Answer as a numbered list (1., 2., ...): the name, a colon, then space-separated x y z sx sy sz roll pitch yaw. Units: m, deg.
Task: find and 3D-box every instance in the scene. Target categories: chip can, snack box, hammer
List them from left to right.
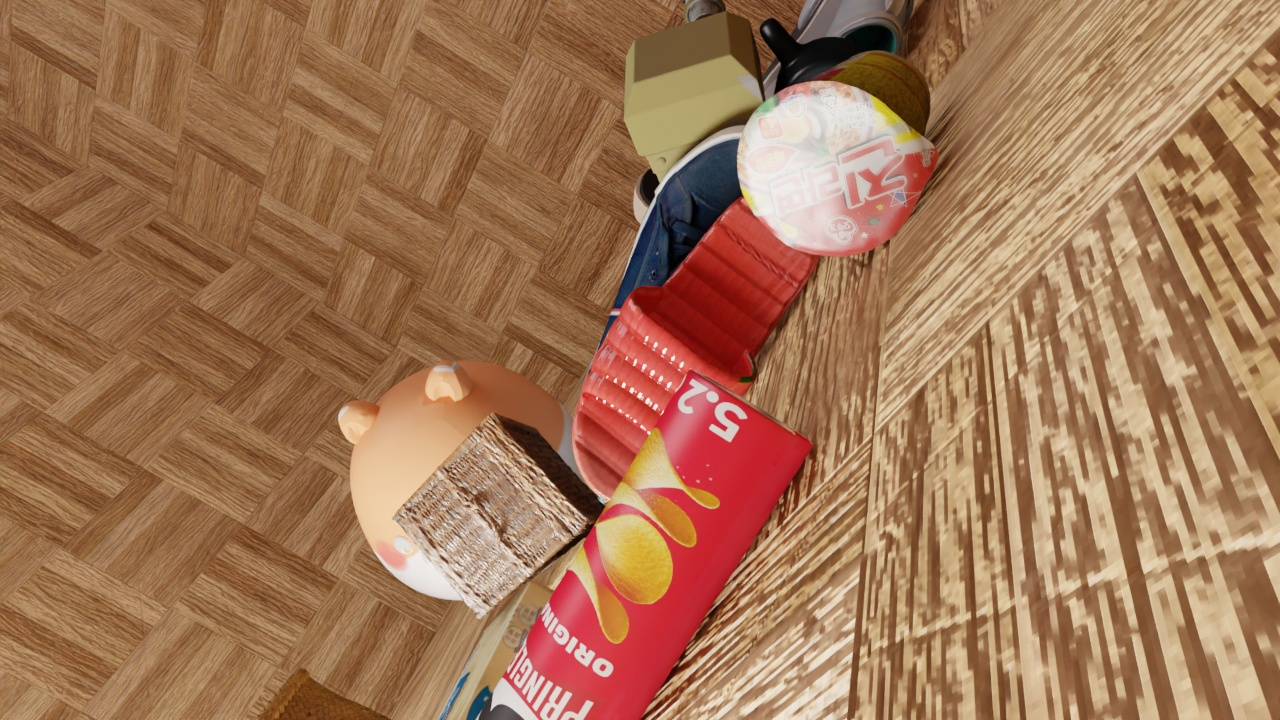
1. snack box: -0.125 0.284 0.686 0.154 0.055 0.206 -52 8 53
2. chip can: -0.006 0.114 0.430 0.220 0.069 0.069 -58 5 2
3. hammer: 0.061 -0.263 0.821 0.190 0.101 0.324 63 -159 -46

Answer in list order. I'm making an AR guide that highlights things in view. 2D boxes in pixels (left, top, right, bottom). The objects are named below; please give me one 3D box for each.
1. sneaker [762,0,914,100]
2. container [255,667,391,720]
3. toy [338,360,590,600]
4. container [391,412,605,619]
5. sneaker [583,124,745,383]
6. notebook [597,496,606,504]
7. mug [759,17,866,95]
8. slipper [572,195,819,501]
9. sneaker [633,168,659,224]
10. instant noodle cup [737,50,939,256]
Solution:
1. sneaker: 0.165 -0.245 0.869 0.257 0.093 0.160 -57 14 40
2. container: -0.341 0.478 0.896 0.307 0.196 0.307 -59 3 5
3. toy: -0.197 0.128 1.031 0.263 0.281 0.265 -22 33 15
4. container: -0.109 0.128 0.776 0.112 0.114 0.198 -43 -8 -2
5. sneaker: 0.027 -0.034 0.694 0.295 0.121 0.127 -62 -2 25
6. notebook: -0.005 0.005 0.919 0.181 0.009 0.253 130 148 -64
7. mug: 0.136 -0.217 0.718 0.085 0.121 0.094 -37 14 24
8. slipper: 0.032 -0.010 0.628 0.249 0.103 0.059 -56 -9 6
9. sneaker: 0.060 -0.166 1.101 0.293 0.112 0.117 -42 -28 -62
10. instant noodle cup: 0.121 -0.130 0.533 0.101 0.100 0.112 -55 -1 43
